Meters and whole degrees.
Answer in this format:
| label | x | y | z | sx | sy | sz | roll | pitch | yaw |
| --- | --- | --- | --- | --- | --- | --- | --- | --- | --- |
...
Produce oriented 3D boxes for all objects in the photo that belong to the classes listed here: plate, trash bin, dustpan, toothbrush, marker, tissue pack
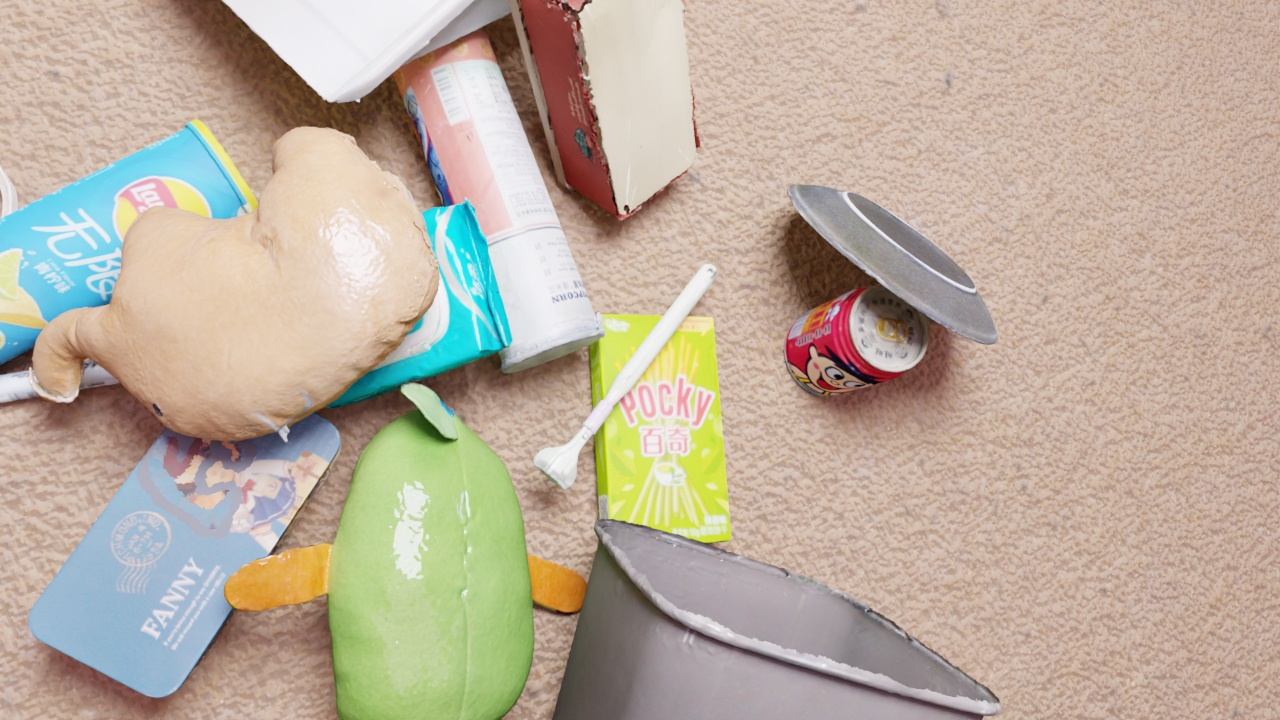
| label | x | y | z | sx | sy | sz | roll | pitch | yaw |
| --- | --- | --- | --- | --- | --- | --- | --- | --- | --- |
| plate | 0.181 | -0.076 | 0.639 | 0.179 | 0.179 | 0.024 | 31 | 112 | -10 |
| trash bin | 0.041 | 0.229 | 0.505 | 0.199 | 0.199 | 0.220 | 20 | 90 | -15 |
| dustpan | -0.140 | -0.307 | 0.546 | 0.222 | 0.143 | 0.256 | 43 | 49 | 13 |
| toothbrush | -0.004 | 0.004 | 0.602 | 0.029 | 0.020 | 0.189 | 42 | 67 | -9 |
| marker | -0.304 | 0.006 | 0.536 | 0.145 | 0.017 | 0.017 | -10 | 83 | -19 |
| tissue pack | -0.143 | -0.032 | 0.549 | 0.134 | 0.050 | 0.093 | -19 | 86 | 13 |

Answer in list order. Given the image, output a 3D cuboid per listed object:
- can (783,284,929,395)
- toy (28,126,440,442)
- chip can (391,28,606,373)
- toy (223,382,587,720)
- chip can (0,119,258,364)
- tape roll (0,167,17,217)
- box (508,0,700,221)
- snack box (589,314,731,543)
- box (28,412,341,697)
| label | x | y | z | sx | sy | sz | roll | pitch | yaw |
| --- | --- | --- | --- | --- | --- | --- | --- | --- | --- |
| can | 0.150 | -0.013 | 0.644 | 0.066 | 0.094 | 0.066 | 3 | 79 | -17 |
| toy | -0.214 | -0.023 | 0.477 | 0.226 | 0.082 | 0.143 | -31 | 73 | -4 |
| chip can | -0.093 | -0.104 | 0.595 | 0.071 | 0.071 | 0.214 | -20 | 86 | -20 |
| toy | -0.120 | 0.141 | 0.529 | 0.226 | 0.090 | 0.246 | 14 | 66 | -42 |
| chip can | -0.323 | -0.055 | 0.512 | 0.209 | 0.071 | 0.071 | -35 | 92 | -20 |
| tape roll | -0.405 | -0.087 | 0.522 | 0.085 | 0.014 | 0.085 | 3 | 79 | -18 |
| box | -0.011 | -0.176 | 0.577 | 0.091 | 0.168 | 0.080 | -41 | 57 | -20 |
| snack box | 0.012 | 0.046 | 0.620 | 0.085 | 0.026 | 0.156 | 1 | 76 | -18 |
| box | -0.250 | 0.097 | 0.514 | 0.090 | 0.061 | 0.184 | 30 | 71 | -10 |
